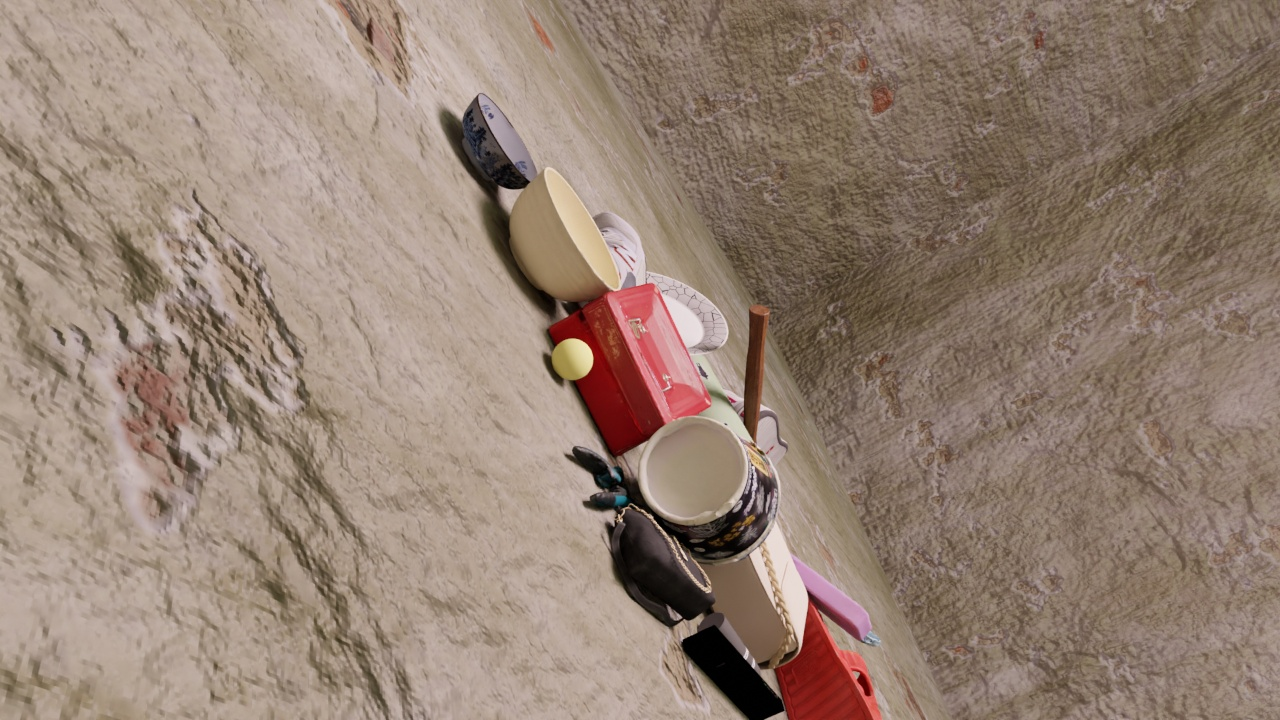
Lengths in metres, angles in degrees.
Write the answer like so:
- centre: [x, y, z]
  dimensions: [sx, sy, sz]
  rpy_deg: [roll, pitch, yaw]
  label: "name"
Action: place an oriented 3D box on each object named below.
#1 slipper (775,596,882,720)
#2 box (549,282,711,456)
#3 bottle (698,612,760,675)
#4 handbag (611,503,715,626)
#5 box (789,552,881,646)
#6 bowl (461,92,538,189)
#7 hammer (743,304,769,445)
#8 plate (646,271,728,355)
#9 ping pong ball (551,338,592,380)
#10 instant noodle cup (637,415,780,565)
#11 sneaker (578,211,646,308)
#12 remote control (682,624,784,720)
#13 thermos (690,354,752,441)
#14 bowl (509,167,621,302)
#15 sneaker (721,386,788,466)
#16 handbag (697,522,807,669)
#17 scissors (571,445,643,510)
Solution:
- centre: [0.213, 0.373, 1.047]
  dimensions: [0.059, 0.104, 0.248]
  rpy_deg: [33, 18, -30]
  label: "slipper"
- centre: [-0.017, 0.012, 0.970]
  dimensions: [0.157, 0.110, 0.133]
  rpy_deg: [65, 24, 3]
  label: "box"
- centre: [0.097, 0.300, 0.904]
  dimensions: [0.113, 0.030, 0.030]
  rpy_deg: [57, 13, -17]
  label: "bottle"
- centre: [0.015, 0.179, 0.817]
  dimensions: [0.128, 0.054, 0.079]
  rpy_deg: [47, 7, -40]
  label: "handbag"
- centre: [0.209, 0.286, 1.175]
  dimensions: [0.214, 0.035, 0.151]
  rpy_deg: [34, -8, 35]
  label: "box"
- centre: [-0.161, -0.229, 1.001]
  dimensions: [0.114, 0.045, 0.114]
  rpy_deg: [56, 13, -20]
  label: "bowl"
- centre: [0.147, 0.076, 1.229]
  dimensions: [0.115, 0.033, 0.324]
  rpy_deg: [-127, -149, -54]
  label: "hammer"
- centre: [0.025, -0.060, 1.217]
  dimensions: [0.188, 0.016, 0.188]
  rpy_deg: [15, 34, -10]
  label: "plate"
- centre: [-0.066, -0.001, 0.888]
  dimensions: [0.040, 0.040, 0.040]
  rpy_deg: [57, 13, -21]
  label: "ping pong ball"
- centre: [0.059, 0.118, 0.885]
  dimensions: [0.137, 0.137, 0.112]
  rpy_deg: [67, 6, 27]
  label: "instant noodle cup"
- centre: [-0.048, -0.120, 1.115]
  dimensions: [0.124, 0.089, 0.239]
  rpy_deg: [50, 20, -50]
  label: "sneaker"
- centre: [0.090, 0.298, 0.866]
  dimensions: [0.150, 0.034, 0.013]
  rpy_deg: [53, 15, -33]
  label: "remote control"
- centre: [0.100, 0.100, 1.214]
  dimensions: [0.082, 0.082, 0.231]
  rpy_deg: [46, 13, -51]
  label: "thermos"
- centre: [-0.090, -0.121, 0.976]
  dimensions: [0.151, 0.075, 0.150]
  rpy_deg: [56, 12, -19]
  label: "bowl"
- centre: [0.154, 0.118, 1.446]
  dimensions: [0.129, 0.096, 0.263]
  rpy_deg: [39, -12, 29]
  label: "sneaker"
- centre: [0.123, 0.219, 1.025]
  dimensions: [0.208, 0.103, 0.210]
  rpy_deg: [66, 14, 2]
  label: "handbag"
- centre: [-0.026, 0.113, 0.846]
  dimensions: [0.148, 0.019, 0.123]
  rpy_deg: [57, 12, -26]
  label: "scissors"
